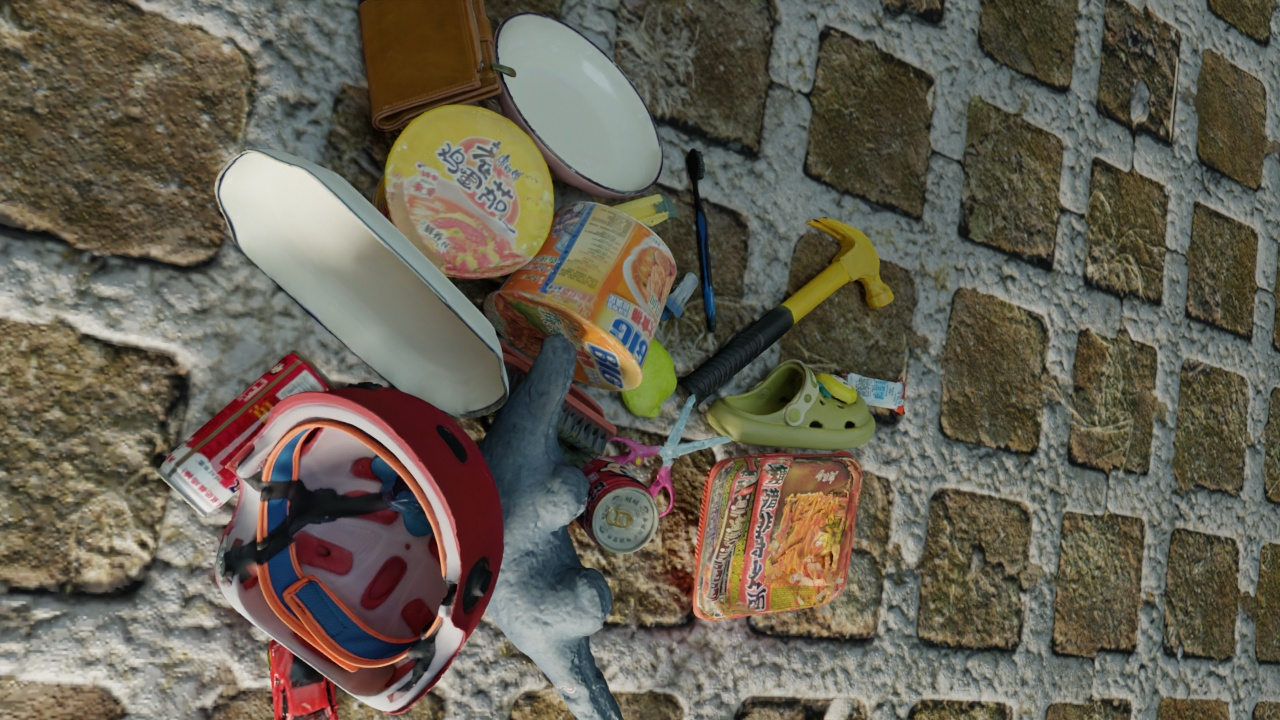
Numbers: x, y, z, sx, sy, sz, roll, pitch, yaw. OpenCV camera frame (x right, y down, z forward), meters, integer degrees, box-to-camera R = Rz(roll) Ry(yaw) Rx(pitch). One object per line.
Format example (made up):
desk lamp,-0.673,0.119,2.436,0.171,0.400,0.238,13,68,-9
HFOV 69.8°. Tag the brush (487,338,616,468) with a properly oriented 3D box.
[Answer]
brush,-0.093,0.036,0.819,0.146,0.063,0.069,37,40,-21

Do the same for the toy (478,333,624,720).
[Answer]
toy,-0.085,0.156,0.770,0.091,0.138,0.356,-28,112,-62

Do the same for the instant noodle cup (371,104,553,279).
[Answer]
instant noodle cup,-0.156,-0.129,0.757,0.137,0.110,0.138,2,87,-30

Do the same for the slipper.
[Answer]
slipper,0.160,0.044,0.935,0.190,0.091,0.082,1,112,-25

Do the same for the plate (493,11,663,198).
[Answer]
plate,-0.061,-0.222,0.824,0.192,0.039,0.192,28,45,-32

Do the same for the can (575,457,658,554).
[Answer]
can,-0.026,0.129,0.821,0.066,0.094,0.066,-3,100,-17

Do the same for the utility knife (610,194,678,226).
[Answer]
utility knife,-0.043,-0.127,0.880,0.189,0.020,0.031,-22,94,-24

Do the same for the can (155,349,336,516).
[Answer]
can,-0.297,0.055,0.700,0.132,0.053,0.053,-47,109,-23

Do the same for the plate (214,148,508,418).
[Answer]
plate,-0.203,-0.057,0.704,0.265,0.162,0.034,45,53,-18

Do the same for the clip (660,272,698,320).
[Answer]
clip,0.039,-0.066,0.919,0.027,0.043,0.058,50,58,-15

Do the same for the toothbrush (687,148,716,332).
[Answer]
toothbrush,0.066,-0.122,0.940,0.016,0.014,0.189,-9,93,-54

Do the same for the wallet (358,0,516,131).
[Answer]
wallet,-0.167,-0.256,0.744,0.119,0.035,0.130,-14,62,1

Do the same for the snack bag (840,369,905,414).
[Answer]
snack bag,0.265,0.036,1.038,0.104,0.026,0.048,4,80,-29

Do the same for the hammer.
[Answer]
hammer,0.152,-0.047,0.974,0.300,0.033,0.129,-37,105,-26

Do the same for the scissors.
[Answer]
scissors,0.024,0.096,0.882,0.133,0.017,0.130,-11,105,-6

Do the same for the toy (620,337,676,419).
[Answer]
toy,-0.005,0.005,0.883,0.100,0.031,0.096,10,84,-26

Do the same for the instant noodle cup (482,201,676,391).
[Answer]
instant noodle cup,-0.045,-0.059,0.798,0.151,0.152,0.111,37,67,-23

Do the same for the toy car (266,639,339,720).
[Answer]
toy car,-0.264,0.267,0.724,0.049,0.031,0.106,-5,92,-29

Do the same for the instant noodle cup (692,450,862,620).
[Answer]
instant noodle cup,0.127,0.164,0.910,0.188,0.079,0.164,2,101,-28

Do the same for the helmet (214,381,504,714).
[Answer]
helmet,-0.186,0.115,0.681,0.143,0.207,0.240,-36,151,-62
